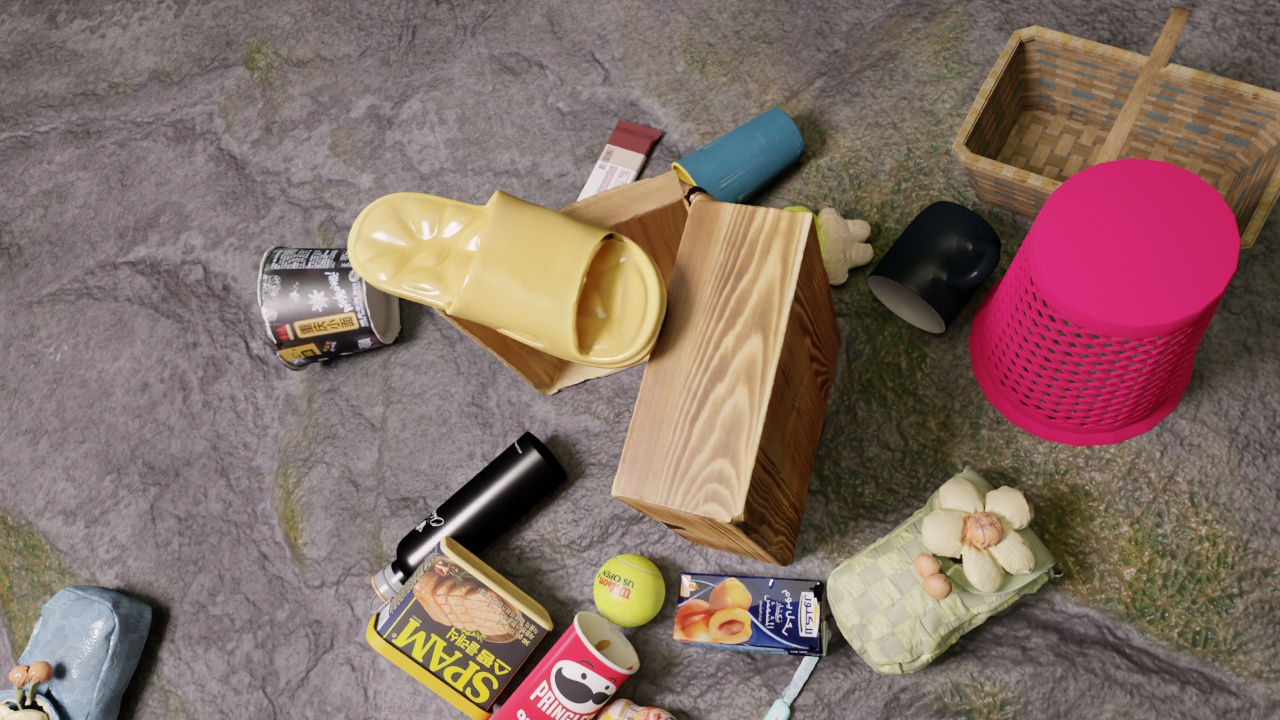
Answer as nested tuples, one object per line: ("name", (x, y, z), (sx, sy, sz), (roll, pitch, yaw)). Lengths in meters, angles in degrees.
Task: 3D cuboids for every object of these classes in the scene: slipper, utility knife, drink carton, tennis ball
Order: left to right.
("slipper", (-0.105, -0.073, 0.654), (0.264, 0.078, 0.099), (16, 75, 21))
("tennis ball", (-0.010, 0.210, 0.837), (0.065, 0.065, 0.065), (-5, 71, 15))
("drink carton", (0.098, 0.223, 0.810), (0.130, 0.040, 0.064), (-1, 66, 17))
("utility knife", (0.118, 0.310, 0.797), (0.022, 0.016, 0.179), (30, 79, 23))

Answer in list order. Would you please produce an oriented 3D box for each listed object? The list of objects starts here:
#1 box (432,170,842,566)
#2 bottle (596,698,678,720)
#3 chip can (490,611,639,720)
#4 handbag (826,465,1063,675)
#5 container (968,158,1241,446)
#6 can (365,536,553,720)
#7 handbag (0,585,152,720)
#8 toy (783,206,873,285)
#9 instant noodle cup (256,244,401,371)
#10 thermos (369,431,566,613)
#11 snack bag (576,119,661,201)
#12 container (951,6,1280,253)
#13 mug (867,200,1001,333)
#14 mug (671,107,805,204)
("box", (-0.002, -0.011, 0.794), (0.316, 0.279, 0.281), (12, 76, 22))
("bottle", (0.015, 0.334, 0.790), (0.109, 0.063, 0.063), (9, 75, 18))
("chip can", (-0.096, 0.325, 0.802), (0.069, 0.069, 0.221), (43, 98, 24))
("handbag", (0.243, 0.173, 0.746), (0.186, 0.117, 0.113), (-37, 66, 0))
("container", (0.364, -0.048, 0.723), (0.183, 0.226, 0.183), (-5, 71, 15))
("can", (-0.163, 0.243, 0.841), (0.135, 0.075, 0.104), (39, 83, -10))
("handbag", (-0.592, 0.330, 0.941), (0.122, 0.118, 0.191), (14, 82, 20))
("toy", (0.169, -0.110, 0.901), (0.115, 0.046, 0.092), (-5, 72, 8))
("instant noodle cup", (-0.329, -0.063, 0.991), (0.112, 0.137, 0.137), (-7, 70, 5))
("thermos", (-0.179, 0.167, 0.903), (0.231, 0.061, 0.061), (-41, 66, 0))
("snack bag", (-0.034, -0.191, 1.004), (0.057, 0.013, 0.157), (21, 79, 24))
("container", (0.410, -0.193, 0.779), (0.250, 0.186, 0.157), (27, 81, 22))
("mug", (0.276, -0.086, 0.823), (0.085, 0.122, 0.094), (40, 85, -16))
("mug", (0.103, -0.201, 0.938), (0.121, 0.078, 0.078), (-34, 66, -2))
